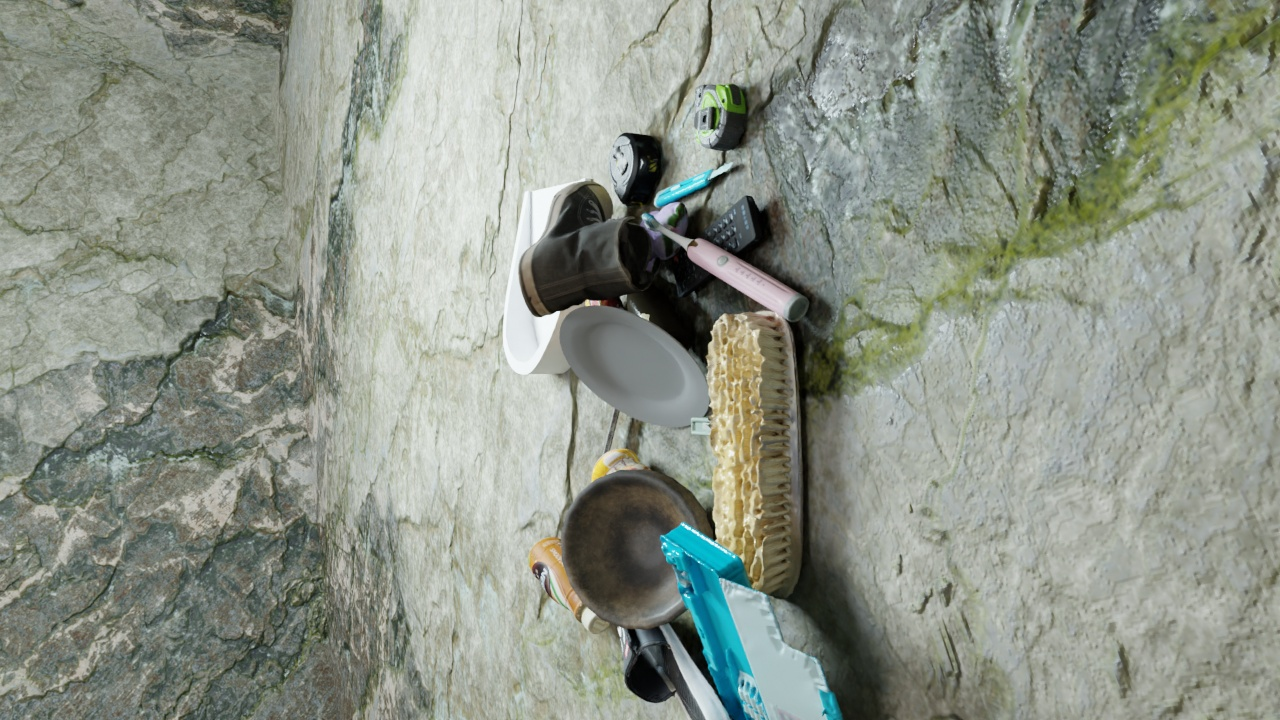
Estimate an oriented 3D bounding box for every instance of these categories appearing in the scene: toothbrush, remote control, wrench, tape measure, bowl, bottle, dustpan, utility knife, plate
[{"bbox_3d":[0.072,-0.096,0.883,0.222,0.027,0.026,37,167,40],"label":"toothbrush"},{"bbox_3d":[0.078,-0.111,0.923,0.151,0.022,0.047,-35,62,57],"label":"remote control"},{"bbox_3d":[-0.034,0.084,1.099,0.070,0.010,0.274,-72,-4,-68],"label":"wrench"},{"bbox_3d":[-0.007,-0.221,1.042,0.072,0.042,0.072,66,146,37],"label":"tape measure"},{"bbox_3d":[0.003,0.192,0.957,0.162,0.070,0.162,-1,89,23],"label":"bowl"},{"bbox_3d":[-0.006,0.150,1.036,0.109,0.063,0.063,43,129,32],"label":"bottle"},{"bbox_3d":[-0.137,-0.110,1.253,0.192,0.053,0.258,8,98,59],"label":"dustpan"},{"bbox_3d":[0.003,-0.069,1.027,0.184,0.045,0.045,-118,39,-48],"label":"bottle"},{"bbox_3d":[0.056,-0.186,0.962,0.141,0.015,0.022,-14,48,57],"label":"utility knife"},{"bbox_3d":[-0.089,0.292,1.183,0.167,0.059,0.059,36,122,53],"label":"bottle"},{"bbox_3d":[0.075,-0.241,0.906,0.059,0.035,0.065,11,100,58],"label":"tape measure"},{"bbox_3d":[-0.006,0.006,0.966,0.179,0.178,0.012,-34,19,55],"label":"plate"}]

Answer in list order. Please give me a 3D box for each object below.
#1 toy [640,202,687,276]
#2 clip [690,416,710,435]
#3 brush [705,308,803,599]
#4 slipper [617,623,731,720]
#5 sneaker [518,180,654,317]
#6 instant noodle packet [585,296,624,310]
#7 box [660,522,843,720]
[{"bbox_3d":[0.022,-0.130,0.993,0.100,0.036,0.080,-170,92,-71],"label":"toy"},{"bbox_3d":[0.077,0.067,0.924,0.075,0.037,0.023,174,93,-64],"label":"clip"},{"bbox_3d":[0.105,0.088,0.846,0.083,0.056,0.271,-1,91,60],"label":"brush"},{"bbox_3d":[0.019,0.331,0.968,0.264,0.063,0.111,43,151,49],"label":"slipper"},{"bbox_3d":[-0.041,-0.135,0.999,0.234,0.120,0.095,-66,-38,-58],"label":"sneaker"},{"bbox_3d":[-0.044,-0.037,1.084,0.136,0.039,0.098,100,162,-54],"label":"instant noodle packet"},{"bbox_3d":[0.105,0.264,0.786,0.182,0.039,0.227,20,135,56],"label":"box"}]
